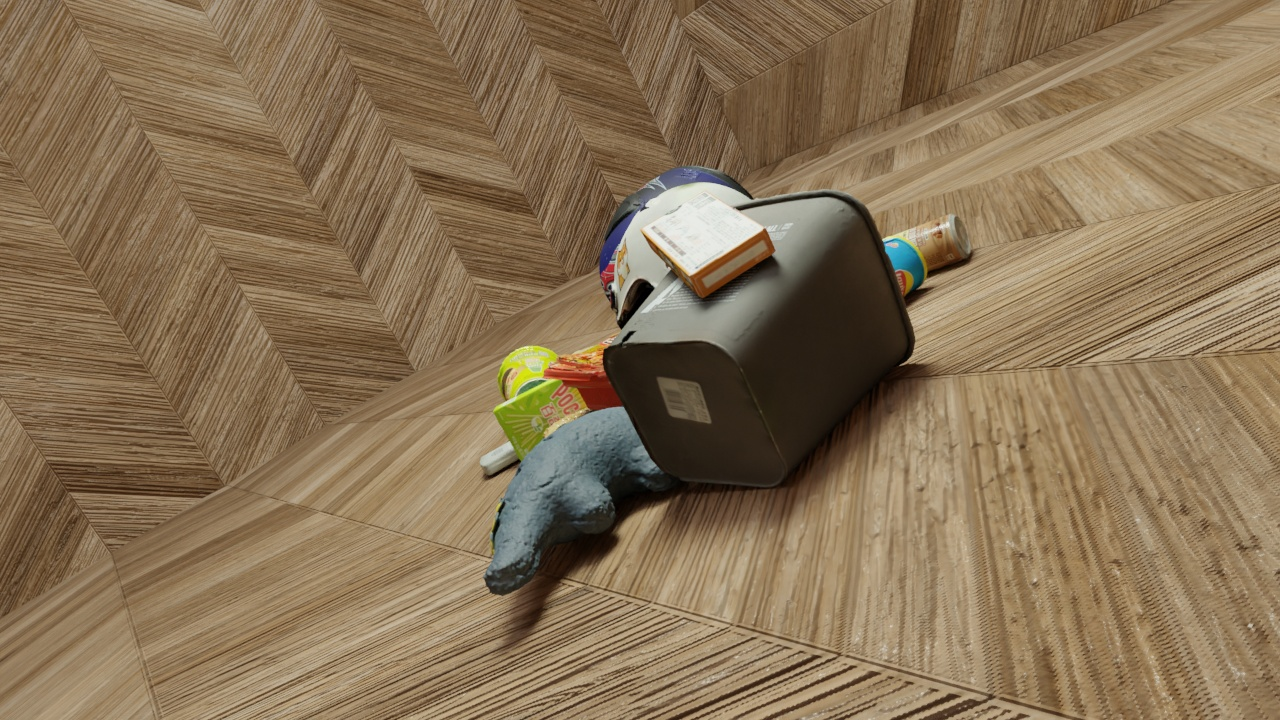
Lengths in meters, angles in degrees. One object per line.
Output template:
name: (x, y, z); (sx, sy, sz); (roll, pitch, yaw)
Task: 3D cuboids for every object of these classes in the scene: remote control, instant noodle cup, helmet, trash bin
remote control: (-0.154, 0.114, 1.280); (0.150, 0.021, 0.058); (-29, 12, -8)
instant noodle cup: (-0.007, 0.007, 1.109); (0.188, 0.079, 0.165); (-24, 13, -31)
instant noodle cup: (-0.160, 0.046, 1.402); (0.111, 0.112, 0.123); (-28, 19, -3)
helmet: (0.064, -0.142, 1.218); (0.229, 0.156, 0.275); (-10, -13, -18)
trash bin: (0.102, -0.015, 0.836); (0.199, 0.199, 0.219); (-2, 32, 45)
helmet: (0.049, -0.159, 1.480); (0.240, 0.247, 0.316); (-56, 14, -18)

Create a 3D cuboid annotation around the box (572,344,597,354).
box: (-0.050, 0.023, 1.279); (0.185, 0.090, 0.061); (-19, 16, 47)

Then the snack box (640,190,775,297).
snack box: (0.056, -0.108, 0.816); (0.075, 0.026, 0.153); (-32, 28, -2)

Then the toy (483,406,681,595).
toy: (-0.043, 0.106, 0.879); (0.138, 0.091, 0.355); (0, 25, 45)

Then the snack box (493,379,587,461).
snack box: (-0.108, 0.067, 1.222); (0.156, 0.086, 0.026); (-26, 10, 7)

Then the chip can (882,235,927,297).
chip can: (0.234, -0.065, 1.043); (0.209, 0.071, 0.071); (-34, 13, -27)

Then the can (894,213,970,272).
can: (0.341, -0.135, 1.132); (0.117, 0.058, 0.058); (-20, 14, 35)

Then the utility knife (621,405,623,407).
utility knife: (-0.055, 0.094, 1.006); (0.029, 0.013, 0.182); (0, -35, -36)

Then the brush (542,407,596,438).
brush: (-0.011, 0.064, 1.148); (0.255, 0.046, 0.083); (-21, 10, 14)
